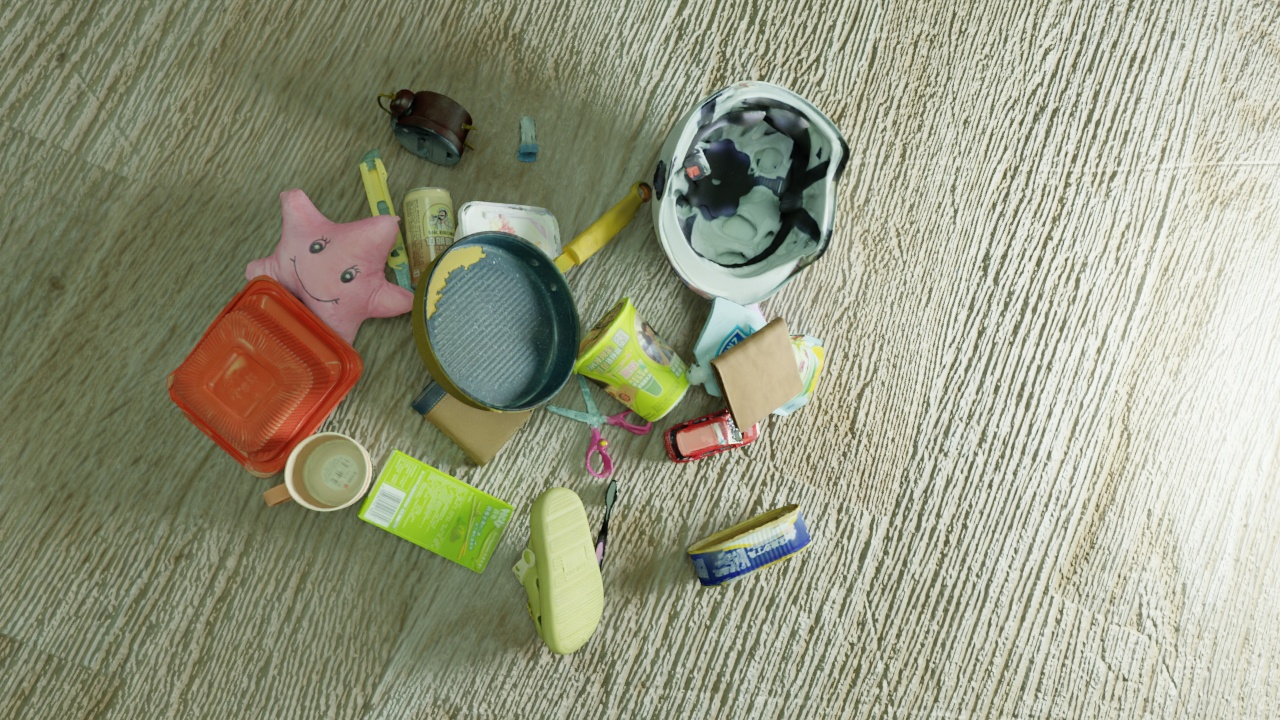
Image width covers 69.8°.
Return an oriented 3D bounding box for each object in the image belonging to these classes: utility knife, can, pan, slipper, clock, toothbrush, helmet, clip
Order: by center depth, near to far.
[{"bbox_3d":[-0.102,-0.093,1.027,0.198,0.078,0.356,54,51,-20],"label":"pan"},{"bbox_3d":[-0.099,0.237,1.054,0.091,0.082,0.190,-12,98,-47],"label":"slipper"},{"bbox_3d":[-0.246,-0.140,1.079,0.058,0.058,0.116,-6,84,-12],"label":"can"},{"bbox_3d":[-0.255,-0.280,1.085,0.122,0.082,0.055,22,75,-8],"label":"clock"},{"bbox_3d":[-0.051,0.235,1.094,0.014,0.018,0.189,12,84,-8],"label":"toothbrush"},{"bbox_3d":[0.132,0.221,1.097,0.148,0.075,0.049,-21,90,-13],"label":"can"},{"bbox_3d":[-0.301,-0.163,1.098,0.031,0.020,0.188,-17,91,-7],"label":"utility knife"},{"bbox_3d":[0.111,-0.201,1.107,0.229,0.146,0.259,15,99,-20],"label":"helmet"},{"bbox_3d":[-0.139,-0.277,1.138,0.027,0.045,0.058,1,73,-8],"label":"clip"}]

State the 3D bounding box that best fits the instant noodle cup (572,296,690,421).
[{"bbox_3d":[-0.006,0.006,1.087,0.123,0.112,0.111,41,77,-11],"label":"instant noodle cup"}]

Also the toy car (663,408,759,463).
[{"bbox_3d":[0.090,0.090,1.122,0.120,0.045,0.053,-17,87,-15],"label":"toy car"}]

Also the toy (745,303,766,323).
[{"bbox_3d":[0.130,-0.056,1.151,0.083,0.039,0.108,-23,82,-16],"label":"toy"}]

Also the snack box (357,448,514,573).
[{"bbox_3d":[-0.231,0.172,1.044,0.156,0.026,0.085,29,79,-18],"label":"snack box"}]

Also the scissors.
[{"bbox_3d":[-0.046,0.073,1.114,0.131,0.017,0.133,-16,82,-10],"label":"scissors"}]

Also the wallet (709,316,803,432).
[{"bbox_3d":[0.139,0.018,1.074,0.101,0.020,0.115,-32,127,-12],"label":"wallet"}]

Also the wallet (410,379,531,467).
[{"bbox_3d":[-0.198,0.057,1.078,0.115,0.033,0.090,42,80,-4],"label":"wallet"}]

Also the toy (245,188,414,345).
[{"bbox_3d":[-0.347,-0.113,1.045,0.178,0.074,0.194,-41,94,3],"label":"toy"}]

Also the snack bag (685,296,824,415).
[{"bbox_3d":[0.138,0.000,1.100,0.190,0.039,0.110,18,106,-36],"label":"snack bag"}]

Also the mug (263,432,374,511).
[{"bbox_3d":[-0.350,0.129,1.000,0.114,0.106,0.081,-25,88,-13],"label":"mug"}]

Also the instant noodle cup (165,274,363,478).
[{"bbox_3d":[-0.420,0.022,1.000,0.164,0.079,0.189,40,96,-2],"label":"instant noodle cup"}]

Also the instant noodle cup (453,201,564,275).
[{"bbox_3d":[-0.157,-0.092,1.071,0.137,0.060,0.173,-2,84,-42],"label":"instant noodle cup"}]
